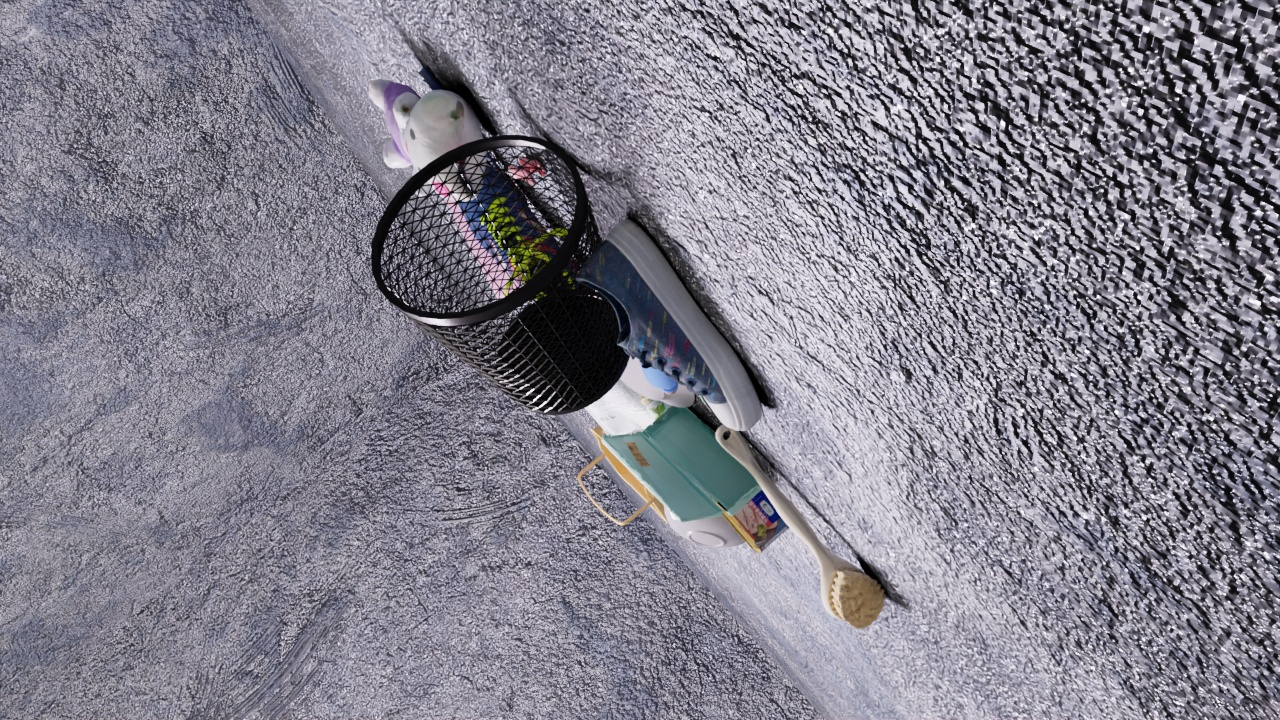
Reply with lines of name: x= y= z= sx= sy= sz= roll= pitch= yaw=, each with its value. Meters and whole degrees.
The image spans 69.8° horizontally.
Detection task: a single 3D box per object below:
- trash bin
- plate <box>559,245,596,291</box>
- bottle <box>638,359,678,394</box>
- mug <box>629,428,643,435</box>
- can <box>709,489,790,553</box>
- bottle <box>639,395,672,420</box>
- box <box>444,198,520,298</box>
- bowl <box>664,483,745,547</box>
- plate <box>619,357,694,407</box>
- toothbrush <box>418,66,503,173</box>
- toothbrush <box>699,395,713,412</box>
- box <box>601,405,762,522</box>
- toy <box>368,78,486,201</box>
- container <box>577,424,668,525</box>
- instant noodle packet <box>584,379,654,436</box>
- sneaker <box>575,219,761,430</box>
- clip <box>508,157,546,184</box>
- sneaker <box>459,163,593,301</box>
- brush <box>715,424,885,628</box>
trash bin: x=-0.121 y=-0.070 z=0.961 sx=0.217 sy=0.217 sz=0.243 roll=44 pitch=171 yaw=34
plate: x=-0.099 y=-0.092 z=1.295 sx=0.229 sy=0.030 sz=0.229 roll=49 pitch=170 yaw=11
bottle: x=0.025 y=0.005 z=1.040 sx=0.048 sy=0.048 sz=0.131 roll=46 pitch=169 yaw=26
mug: x=0.032 y=0.129 z=1.309 sx=0.123 sy=0.076 sz=0.090 roll=26 pitch=-157 yaw=-24
can: x=0.142 y=0.193 z=1.176 sx=0.100 sy=0.059 sz=0.054 roll=49 pitch=170 yaw=9
bottle: x=0.045 y=0.082 z=1.261 sx=0.110 sy=0.042 sz=0.043 roll=51 pitch=171 yaw=4
box: x=-0.226 y=-0.194 z=1.303 sx=0.233 sy=0.075 sz=0.173 roll=63 pitch=168 yaw=-17
bowl: x=0.096 y=0.218 z=1.265 sx=0.132 sy=0.064 sz=0.132 roll=12 pitch=151 yaw=6
plate: x=-0.007 y=0.007 z=1.159 sx=0.173 sy=0.019 sz=0.173 roll=36 pitch=160 yaw=15
toothbrush: x=-0.217 y=-0.285 z=1.160 sx=0.190 sy=0.017 sz=0.016 roll=54 pitch=169 yaw=-18
toothbrush: x=0.026 y=-0.015 z=0.963 sx=0.188 sy=0.017 sz=0.014 roll=58 pitch=-168 yaw=29
box: x=0.052 y=0.131 z=1.151 sx=0.187 sy=0.137 sz=0.056 roll=41 pitch=150 yaw=46
toy: x=-0.255 y=-0.268 z=1.116 sx=0.209 sy=0.085 sz=0.138 roll=33 pitch=136 yaw=45
container: x=-0.013 y=0.176 z=1.498 sx=0.129 sy=0.167 sz=0.183 roll=57 pitch=169 yaw=-32
instant noodle packet: x=-0.051 y=0.028 z=1.317 sx=0.147 sy=0.057 sz=0.269 roll=-5 pitch=139 yaw=36
sneaker: x=0.025 y=-0.018 z=0.870 sx=0.235 sy=0.079 sz=0.087 roll=54 pitch=170 yaw=-15
clip: x=-0.129 y=-0.203 z=1.001 sx=0.023 sy=0.041 sz=0.059 roll=53 pitch=175 yaw=-31
sneaker: x=-0.150 y=-0.152 z=1.140 sx=0.242 sy=0.116 sz=0.091 roll=47 pitch=-161 yaw=-3
brush: x=0.174 y=0.181 z=1.030 sx=0.272 sy=0.061 sz=0.077 roll=53 pitch=155 yaw=12
